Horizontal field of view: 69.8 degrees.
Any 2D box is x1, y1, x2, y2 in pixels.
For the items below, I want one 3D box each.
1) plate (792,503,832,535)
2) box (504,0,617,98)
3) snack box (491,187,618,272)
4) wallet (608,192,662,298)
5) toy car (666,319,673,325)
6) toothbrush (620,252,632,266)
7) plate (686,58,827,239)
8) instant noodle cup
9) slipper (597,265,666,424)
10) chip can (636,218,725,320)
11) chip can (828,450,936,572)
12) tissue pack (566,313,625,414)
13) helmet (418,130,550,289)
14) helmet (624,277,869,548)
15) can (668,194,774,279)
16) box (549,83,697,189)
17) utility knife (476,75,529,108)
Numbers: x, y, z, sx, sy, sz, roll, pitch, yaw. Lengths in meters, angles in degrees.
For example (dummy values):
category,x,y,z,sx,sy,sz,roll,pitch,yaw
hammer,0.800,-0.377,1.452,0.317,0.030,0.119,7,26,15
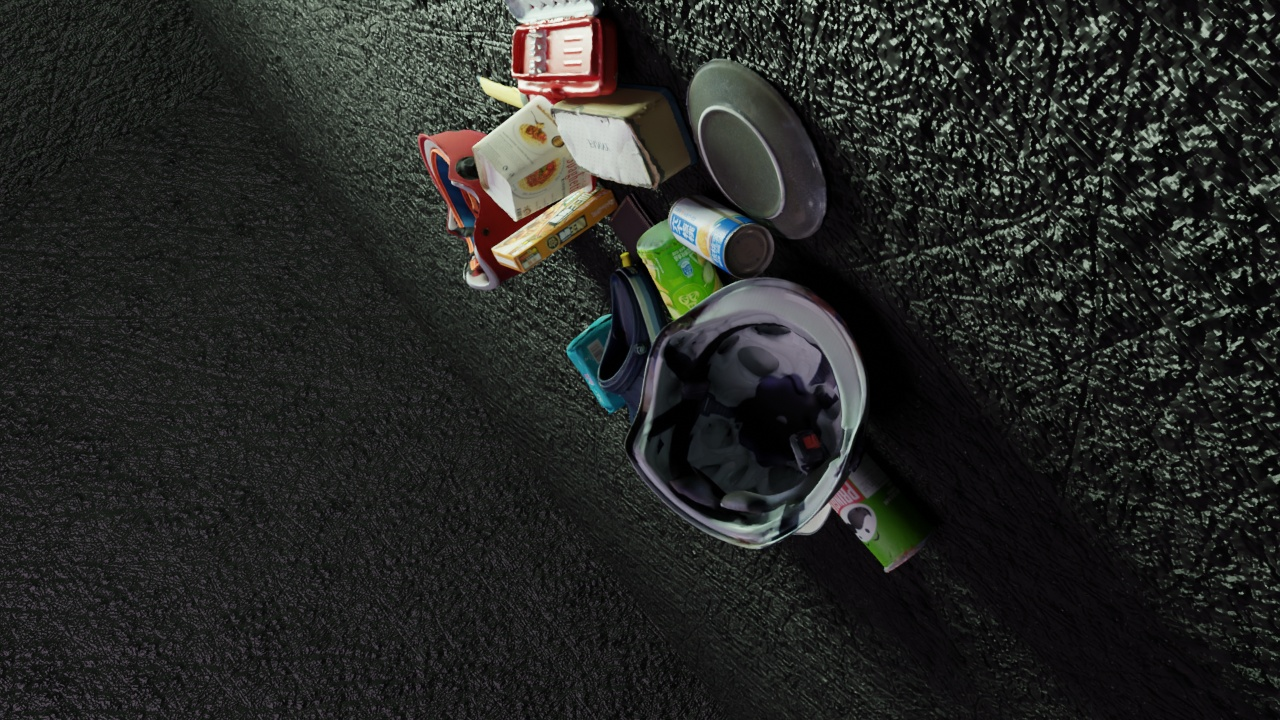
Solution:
category,x,y,z,sx,sy,sz,roll,pitch,yaw
plate,0.150,0.129,1.138,0.205,0.045,0.205,25,138,25
box,-0.093,-0.348,0.941,0.201,0.058,0.161,27,137,56
snack box,-0.106,-0.165,1.138,0.075,0.153,0.026,26,149,56
wallet,0.010,-0.139,1.122,0.122,0.020,0.096,54,158,0
toy car,0.061,-0.002,1.212,0.071,0.041,0.156,44,162,27
toothbrush,0.000,-0.053,1.235,0.015,0.016,0.190,-131,25,-69
plate,0.095,-0.180,0.819,0.179,0.024,0.180,46,161,20
instant noodle cup,-0.124,-0.240,1.092,0.116,0.124,0.116,46,161,21
slipper,-0.007,0.007,1.166,0.105,0.095,0.253,-138,35,-63
chip can,0.070,-0.057,1.038,0.073,0.072,0.221,22,145,59
chip can,0.215,0.115,1.000,0.236,0.072,0.072,50,162,12
tissue pack,-0.046,0.006,1.415,0.133,0.093,0.050,58,158,-13
helmet,-0.210,-0.230,1.310,0.240,0.143,0.207,65,163,8
helmet,0.125,0.049,0.914,0.229,0.259,0.145,27,-168,25
can,0.075,-0.124,0.894,0.053,0.053,0.134,63,171,-30
box,-0.018,-0.234,0.945,0.184,0.062,0.090,27,150,50
utility knife,-0.182,-0.351,1.202,0.167,0.018,0.031,30,147,48
